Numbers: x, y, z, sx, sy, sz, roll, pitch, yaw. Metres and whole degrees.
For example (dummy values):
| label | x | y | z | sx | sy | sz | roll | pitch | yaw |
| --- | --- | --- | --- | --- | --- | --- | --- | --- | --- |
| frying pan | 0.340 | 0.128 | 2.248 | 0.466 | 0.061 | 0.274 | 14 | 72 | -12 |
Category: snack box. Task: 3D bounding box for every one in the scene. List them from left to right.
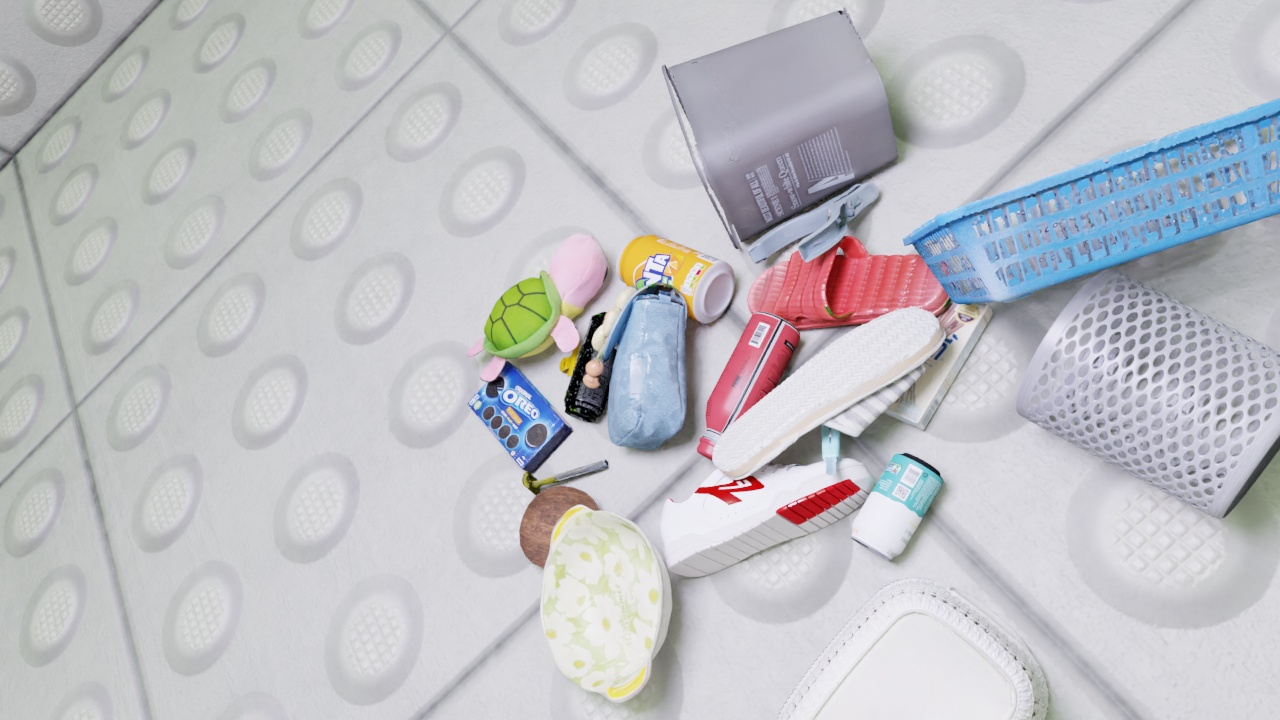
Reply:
| label | x | y | z | sx | sy | sz | roll | pitch | yaw |
| --- | --- | --- | --- | --- | --- | --- | --- | --- | --- |
| snack box | -0.160 | 0.072 | 1.208 | 0.082 | 0.027 | 0.150 | -49 | 53 | 0 |
| snack box | 0.302 | -0.007 | 0.983 | 0.082 | 0.026 | 0.150 | 28 | 82 | 39 |

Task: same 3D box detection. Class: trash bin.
| label | x | y | z | sx | sy | sz | roll | pitch | yaw |
| --- | --- | --- | --- | --- | --- | --- | --- | --- | --- |
| trash bin | 0.172 | -0.285 | 1.102 | 0.220 | 0.197 | 0.197 | -21 | 58 | 12 |
| trash bin | 0.457 | 0.030 | 0.800 | 0.183 | 0.156 | 0.156 | 36 | 87 | 34 |

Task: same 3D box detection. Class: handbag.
| label | x | y | z | sx | sy | sz | roll | pitch | yaw |
| --- | --- | --- | --- | --- | --- | --- | --- | --- | --- |
| handbag | -0.007 | 0.006 | 1.088 | 0.118 | 0.122 | 0.191 | 9 | 70 | -14 |

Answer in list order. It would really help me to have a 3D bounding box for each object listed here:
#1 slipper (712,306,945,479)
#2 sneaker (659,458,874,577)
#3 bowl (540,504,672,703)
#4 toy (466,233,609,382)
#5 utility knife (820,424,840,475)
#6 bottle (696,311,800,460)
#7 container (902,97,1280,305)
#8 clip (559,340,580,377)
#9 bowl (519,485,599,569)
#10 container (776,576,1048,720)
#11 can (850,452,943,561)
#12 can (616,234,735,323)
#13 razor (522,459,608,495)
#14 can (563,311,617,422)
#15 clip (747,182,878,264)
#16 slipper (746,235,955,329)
| label | x | y | z | sx | sy | sz | roll | pitch | yaw |
| --- | --- | --- | --- | --- | --- | --- | --- | --- | --- |
| slipper | 0.195 | 0.040 | 0.959 | 0.273 | 0.054 | 0.114 | -34 | 28 | 7 |
| sneaker | 0.124 | 0.140 | 0.980 | 0.237 | 0.090 | 0.104 | -29 | 54 | 20 |
| bowl | -0.027 | 0.261 | 1.001 | 0.189 | 0.060 | 0.219 | -46 | 51 | 28 |
| toy | -0.136 | -0.068 | 1.220 | 0.238 | 0.087 | 0.190 | -40 | 33 | 9 |
| utility knife | 0.197 | 0.090 | 0.945 | 0.022 | 0.147 | 0.015 | -11 | 106 | 15 |
| bottle | 0.118 | 0.034 | 1.047 | 0.062 | 0.062 | 0.176 | 22 | 79 | 35 |
| container | 0.439 | -0.138 | 0.825 | 0.362 | 0.257 | 0.089 | -18 | 90 | 10 |
| clip | -0.086 | 0.004 | 1.204 | 0.048 | 0.046 | 0.054 | 9 | 69 | -2 |
| bowl | -0.092 | 0.204 | 1.105 | 0.114 | 0.026 | 0.101 | 9 | 72 | 32 |
| container | 0.229 | 0.314 | 0.796 | 0.185 | 0.143 | 0.251 | 39 | 89 | 23 |
| can | 0.256 | 0.146 | 0.918 | 0.055 | 0.055 | 0.101 | 28 | 83 | 36 |
| can | 0.043 | -0.105 | 1.146 | 0.142 | 0.079 | 0.079 | 27 | 82 | 36 |
| razor | -0.090 | 0.142 | 1.135 | 0.106 | 0.042 | 0.026 | -17 | 57 | 11 |
| can | -0.055 | 0.007 | 1.163 | 0.054 | 0.054 | 0.137 | 7 | 70 | 32 |
| clip | 0.191 | -0.155 | 1.093 | 0.165 | 0.031 | 0.172 | -9 | 25 | 49 |
| slipper | 0.225 | -0.090 | 1.034 | 0.249 | 0.059 | 0.103 | 0 | 63 | 39 |
